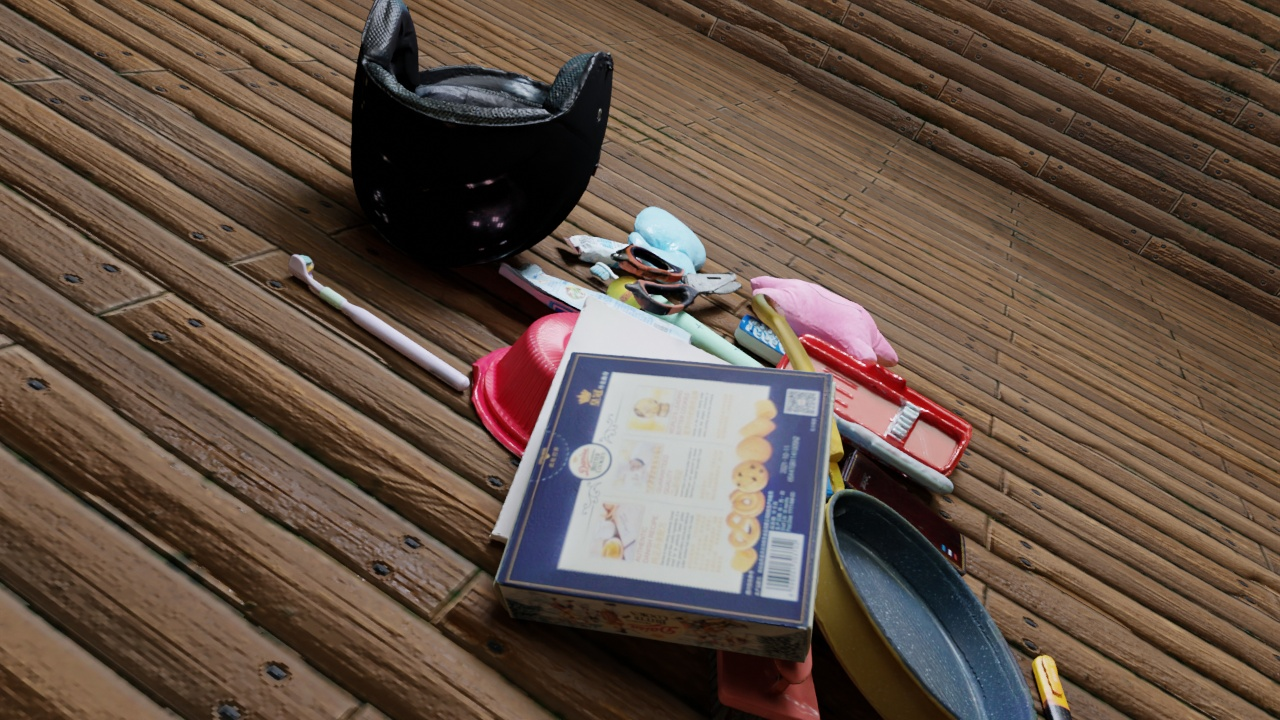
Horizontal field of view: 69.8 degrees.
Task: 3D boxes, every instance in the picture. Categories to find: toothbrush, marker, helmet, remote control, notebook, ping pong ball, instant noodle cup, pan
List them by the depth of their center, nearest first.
[{"bbox_3d":[0.157,0.106,0.646,0.197,0.078,0.357,10,41,-56],"label":"pan"},{"bbox_3d":[-0.002,0.062,0.661,0.150,0.012,0.208,25,55,-8],"label":"notebook"},{"bbox_3d":[0.305,0.262,0.662,0.018,0.015,0.123,20,29,-1],"label":"marker"},{"bbox_3d":[-0.213,-0.030,0.747,0.189,0.029,0.021,34,69,13],"label":"toothbrush"},{"bbox_3d":[-0.039,0.022,0.749,0.193,0.066,0.193,18,29,-11],"label":"instant noodle cup"},{"bbox_3d":[-0.157,-0.214,0.888,0.233,0.230,0.274,19,19,3],"label":"helmet"},{"bbox_3d":[-0.015,-0.067,0.946,0.040,0.040,0.040,19,28,-11],"label":"ping pong ball"},{"bbox_3d":[0.036,-0.043,0.960,0.224,0.027,0.027,36,51,20],"label":"toothbrush"},{"bbox_3d":[0.160,-0.006,0.999,0.125,0.024,0.048,31,28,4],"label":"remote control"}]

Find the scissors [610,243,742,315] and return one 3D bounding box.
[{"bbox_3d":[0.044,-0.094,0.992,0.192,0.015,0.206,36,31,-15],"label":"scissors"}]

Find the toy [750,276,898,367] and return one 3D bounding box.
[{"bbox_3d":[0.206,-0.047,1.056,0.195,0.075,0.178,33,16,21],"label":"toy"}]

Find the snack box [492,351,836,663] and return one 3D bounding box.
[{"bbox_3d":[0.023,0.081,0.572,0.183,0.046,0.177,5,51,14],"label":"snack box"}]

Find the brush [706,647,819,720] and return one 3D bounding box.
[{"bbox_3d":[0.078,0.165,0.588,0.063,0.069,0.145,21,28,-10],"label":"brush"}]

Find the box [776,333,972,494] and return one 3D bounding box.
[{"bbox_3d":[0.218,0.057,0.900,0.201,0.074,0.154,32,32,13],"label":"box"}]

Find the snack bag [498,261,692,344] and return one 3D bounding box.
[{"bbox_3d":[-0.043,-0.049,0.882,0.191,0.039,0.110,24,14,-2],"label":"snack bag"}]

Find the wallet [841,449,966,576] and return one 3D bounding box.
[{"bbox_3d":[0.224,0.130,0.786,0.122,0.020,0.096,39,16,9],"label":"wallet"}]

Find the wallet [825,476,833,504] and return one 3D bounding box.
[{"bbox_3d":[0.117,0.096,0.771,0.133,0.040,0.106,10,30,-42],"label":"wallet"}]

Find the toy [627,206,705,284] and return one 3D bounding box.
[{"bbox_3d":[0.032,-0.132,1.080,0.161,0.050,0.156,19,40,-48],"label":"toy"}]

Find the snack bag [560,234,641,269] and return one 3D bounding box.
[{"bbox_3d":[-0.039,-0.121,1.035,0.104,0.026,0.048,8,29,-29],"label":"snack bag"}]
